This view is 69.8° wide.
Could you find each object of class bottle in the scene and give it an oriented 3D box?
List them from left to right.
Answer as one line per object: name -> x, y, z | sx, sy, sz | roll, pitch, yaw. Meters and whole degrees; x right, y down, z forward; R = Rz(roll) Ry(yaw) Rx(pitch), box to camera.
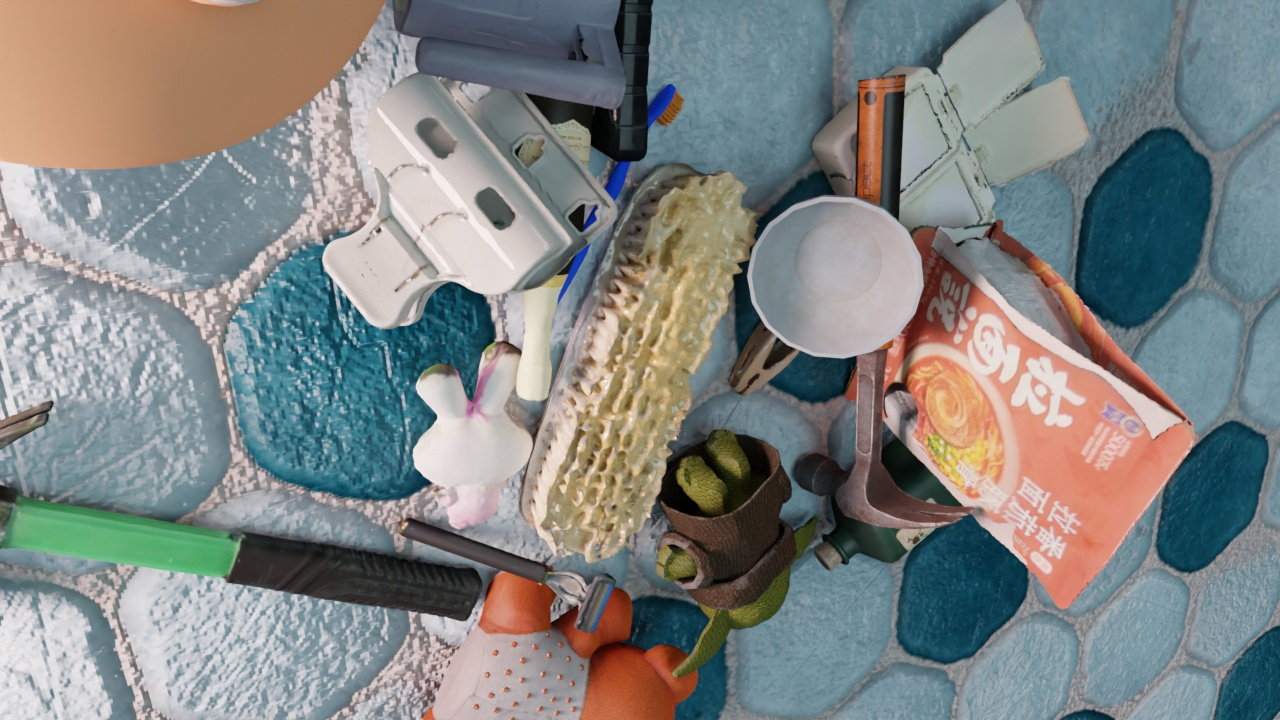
bottle -> -0.058, -0.066, 0.551 | 0.045, 0.045, 0.185 | -1, 105, -25
bottle -> 0.194, 0.119, 0.733 | 0.131, 0.061, 0.061 | -37, 118, -9

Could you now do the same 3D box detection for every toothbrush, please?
toothbrush -> -0.024, -0.093, 0.582 | 0.018, 0.016, 0.182 | 27, 95, -35

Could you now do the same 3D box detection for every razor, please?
razor -> -0.089, 0.133, 0.602 | 0.144, 0.022, 0.043 | 23, 99, -4

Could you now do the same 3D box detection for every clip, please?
clip -> -0.106, -0.081, 0.491 | 0.152, 0.096, 0.126 | -39, 85, -2
clip -> 0.092, 0.001, 0.667 | 0.041, 0.024, 0.061 | 22, 106, -27

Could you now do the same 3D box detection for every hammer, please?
hammer -> -0.244, 0.115, 0.544 | 0.318, 0.032, 0.130 | 19, 99, -30
hammer -> -0.003, -0.274, 0.483 | 0.025, 0.118, 0.333 | -6, 116, -21
hammer -> 0.168, -0.029, 0.622 | 0.034, 0.138, 0.315 | -19, 116, -34

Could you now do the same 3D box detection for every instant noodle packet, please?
instant noodle packet -> 0.249, 0.032, 0.614 | 0.083, 0.220, 0.165 | -6, 132, -24

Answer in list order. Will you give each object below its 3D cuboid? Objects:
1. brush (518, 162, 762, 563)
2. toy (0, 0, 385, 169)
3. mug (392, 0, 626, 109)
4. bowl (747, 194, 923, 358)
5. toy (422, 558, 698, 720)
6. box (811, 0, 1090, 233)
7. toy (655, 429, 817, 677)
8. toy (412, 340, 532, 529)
brush -> -0.004, 0.004, 0.601 | 0.083, 0.057, 0.271 | 16, 101, -32
toy -> -0.205, -0.195, 0.311 | 0.262, 0.280, 0.266 | 5, 126, -27
mug -> -0.068, -0.185, 0.473 | 0.103, 0.123, 0.084 | 2, 150, -25
bowl -> 0.124, -0.057, 0.582 | 0.106, 0.039, 0.106 | 7, 118, 14
toy -> -0.053, 0.235, 0.649 | 0.172, 0.093, 0.164 | 26, 93, -18
box -> 0.226, -0.154, 0.659 | 0.183, 0.050, 0.143 | -42, 120, -5
toy -> 0.064, 0.125, 0.662 | 0.178, 0.078, 0.153 | -38, 127, -35
toy -> -0.107, 0.050, 0.581 | 0.079, 0.038, 0.123 | -9, 112, -36
